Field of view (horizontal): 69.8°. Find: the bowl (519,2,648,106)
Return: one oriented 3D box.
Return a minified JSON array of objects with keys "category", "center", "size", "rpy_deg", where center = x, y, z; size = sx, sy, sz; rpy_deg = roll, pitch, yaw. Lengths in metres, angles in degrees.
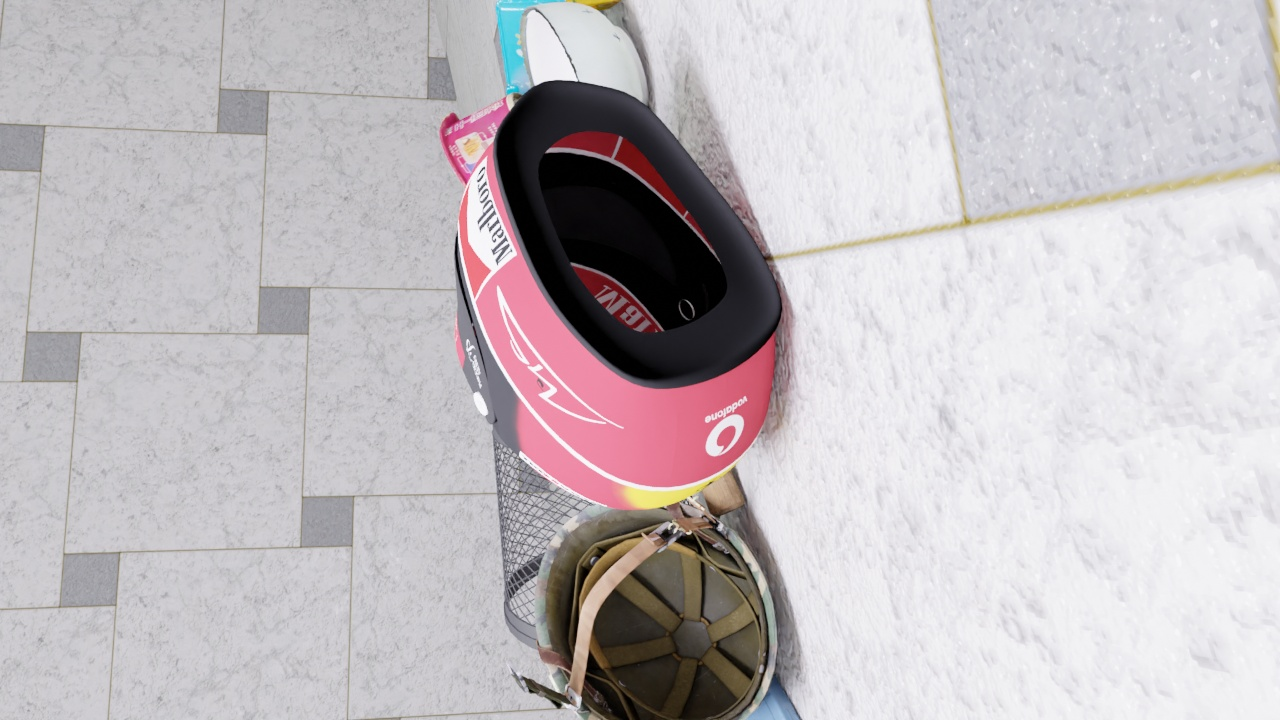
[{"category":"bowl","center":[-0.043,-0.243,0.806],"size":[0.153,0.072,0.154],"rpy_deg":[59,165,25]}]

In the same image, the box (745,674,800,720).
[{"category":"box","center":[0.116,0.347,0.789],"size":[0.209,0.047,0.122],"rpy_deg":[-121,23,-60]}]

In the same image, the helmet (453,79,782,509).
[{"category":"helmet","center":[-0.028,-0.023,0.656],"size":[0.271,0.197,0.225],"rpy_deg":[58,150,12]}]

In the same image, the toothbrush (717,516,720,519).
[{"category":"toothbrush","center":[0.048,0.059,0.871],"size":[0.016,0.017,0.189],"rpy_deg":[127,129,-74]}]

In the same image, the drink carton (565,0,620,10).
[{"category":"drink carton","center":[-0.050,-0.371,0.816],"size":[0.058,0.041,0.122],"rpy_deg":[-138,38,-71]}]

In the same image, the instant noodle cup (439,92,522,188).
[{"category":"instant noodle cup","center":[-0.107,-0.186,0.904],"size":[0.178,0.078,0.178],"rpy_deg":[48,-163,-21]}]

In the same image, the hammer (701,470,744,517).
[{"category":"hammer","center":[0.016,-0.006,0.823],"size":[0.133,0.040,0.305],"rpy_deg":[-36,72,45]}]

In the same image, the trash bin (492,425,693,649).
[{"category":"trash bin","center":[-0.047,0.147,0.952],"size":[0.218,0.217,0.227],"rpy_deg":[-138,40,-70]}]

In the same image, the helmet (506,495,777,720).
[{"category":"helmet","center":[0.007,0.209,0.756],"size":[0.224,0.192,0.236],"rpy_deg":[37,172,19]}]

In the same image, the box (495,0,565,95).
[{"category":"box","center":[-0.084,-0.296,0.986],"size":[0.116,0.097,0.227],"rpy_deg":[-83,-8,-48]}]
